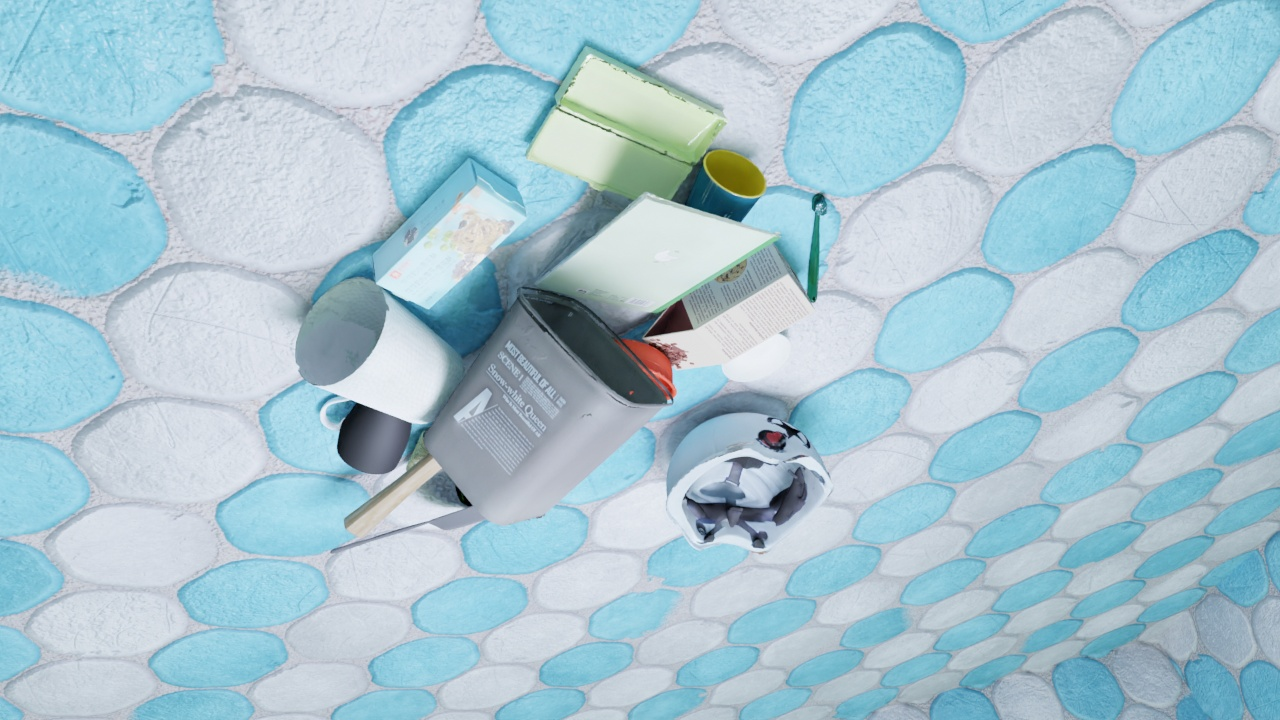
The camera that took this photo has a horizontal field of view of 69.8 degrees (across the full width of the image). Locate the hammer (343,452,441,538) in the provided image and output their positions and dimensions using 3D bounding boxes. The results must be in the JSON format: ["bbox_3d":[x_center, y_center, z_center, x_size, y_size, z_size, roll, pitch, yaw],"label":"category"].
[{"bbox_3d":[-0.273,0.131,1.246,0.323,0.051,0.117,-39,132,7],"label":"hammer"}]

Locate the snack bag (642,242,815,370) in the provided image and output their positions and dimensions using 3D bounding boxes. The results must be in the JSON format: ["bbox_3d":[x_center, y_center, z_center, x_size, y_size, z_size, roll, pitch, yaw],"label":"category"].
[{"bbox_3d":[0.111,-0.059,1.210,0.207,0.069,0.094,-31,140,15],"label":"snack bag"}]

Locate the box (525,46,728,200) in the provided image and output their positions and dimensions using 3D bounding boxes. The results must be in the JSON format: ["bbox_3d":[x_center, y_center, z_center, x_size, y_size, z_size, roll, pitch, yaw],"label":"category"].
[{"bbox_3d":[-0.014,-0.240,0.979,0.187,0.024,0.138,13,126,-34],"label":"box"}]

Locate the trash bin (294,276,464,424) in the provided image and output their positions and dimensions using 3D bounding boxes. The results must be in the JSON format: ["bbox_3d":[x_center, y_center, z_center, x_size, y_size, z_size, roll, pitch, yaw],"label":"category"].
[{"bbox_3d":[-0.296,-0.001,1.076,0.133,0.133,0.161,-30,145,14],"label":"trash bin"}]

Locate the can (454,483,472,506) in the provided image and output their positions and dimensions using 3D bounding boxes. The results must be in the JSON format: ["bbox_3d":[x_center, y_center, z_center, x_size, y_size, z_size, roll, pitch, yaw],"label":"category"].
[{"bbox_3d":[-0.207,0.175,1.375,0.137,0.054,0.054,-17,142,-2],"label":"can"}]

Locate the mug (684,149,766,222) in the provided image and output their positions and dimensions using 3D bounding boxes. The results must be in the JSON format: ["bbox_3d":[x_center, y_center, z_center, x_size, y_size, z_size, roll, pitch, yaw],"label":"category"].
[{"bbox_3d":[0.084,-0.173,1.065,0.078,0.078,0.122,3,142,-25],"label":"mug"}]

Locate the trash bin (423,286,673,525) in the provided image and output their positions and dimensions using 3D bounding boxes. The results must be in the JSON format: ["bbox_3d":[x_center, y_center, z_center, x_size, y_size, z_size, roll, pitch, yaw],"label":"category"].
[{"bbox_3d":[-0.118,0.062,1.096,0.220,0.197,0.197,-48,162,13],"label":"trash bin"}]

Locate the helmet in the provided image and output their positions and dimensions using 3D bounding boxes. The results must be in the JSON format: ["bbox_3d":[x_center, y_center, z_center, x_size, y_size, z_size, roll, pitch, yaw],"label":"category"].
[{"bbox_3d":[0.153,0.170,1.429,0.263,0.163,0.237,13,128,-25],"label":"helmet"}]

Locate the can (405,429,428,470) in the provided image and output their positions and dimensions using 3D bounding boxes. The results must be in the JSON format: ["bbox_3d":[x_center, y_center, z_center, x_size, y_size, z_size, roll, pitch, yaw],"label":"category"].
[{"bbox_3d":[-0.303,0.134,1.300,0.038,0.038,0.080,7,135,-29],"label":"can"}]

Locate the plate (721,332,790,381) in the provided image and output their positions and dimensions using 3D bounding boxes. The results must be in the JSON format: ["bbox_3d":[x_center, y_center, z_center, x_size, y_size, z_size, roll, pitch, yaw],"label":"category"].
[{"bbox_3d":[0.163,-0.012,1.323,0.104,0.026,0.104,-12,140,-10],"label":"plate"}]

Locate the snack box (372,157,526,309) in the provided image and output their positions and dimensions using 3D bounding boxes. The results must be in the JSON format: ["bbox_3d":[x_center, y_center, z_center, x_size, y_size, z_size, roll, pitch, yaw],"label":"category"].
[{"bbox_3d":[-0.211,-0.135,1.004,0.175,0.053,0.075,-39,137,22],"label":"snack box"}]

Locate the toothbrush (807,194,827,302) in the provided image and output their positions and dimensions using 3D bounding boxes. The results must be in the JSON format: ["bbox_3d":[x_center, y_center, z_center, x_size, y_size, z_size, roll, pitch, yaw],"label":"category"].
[{"bbox_3d":[0.231,-0.141,1.203,0.016,0.017,0.190,-15,141,-5],"label":"toothbrush"}]

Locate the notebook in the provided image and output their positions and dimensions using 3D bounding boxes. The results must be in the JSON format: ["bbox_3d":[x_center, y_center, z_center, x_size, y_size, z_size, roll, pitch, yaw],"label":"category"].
[{"bbox_3d":[0.013,-0.115,1.070,0.181,0.010,0.253,12,157,-30],"label":"notebook"}]

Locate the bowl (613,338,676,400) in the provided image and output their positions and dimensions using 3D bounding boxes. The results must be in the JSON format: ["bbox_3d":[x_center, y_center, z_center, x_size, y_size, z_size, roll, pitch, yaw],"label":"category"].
[{"bbox_3d":[-0.007,0.007,1.233,0.130,0.045,0.131,17,160,6],"label":"bowl"}]

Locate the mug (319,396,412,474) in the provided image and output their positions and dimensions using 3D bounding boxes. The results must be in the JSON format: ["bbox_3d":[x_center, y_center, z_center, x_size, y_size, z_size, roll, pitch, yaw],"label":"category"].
[{"bbox_3d":[-0.353,0.076,1.189,0.119,0.084,0.100,26,114,-5],"label":"mug"}]

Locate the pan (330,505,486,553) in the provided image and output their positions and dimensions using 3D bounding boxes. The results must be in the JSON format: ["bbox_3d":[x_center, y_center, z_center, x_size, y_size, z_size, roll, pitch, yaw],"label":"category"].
[{"bbox_3d":[-0.271,0.234,1.341,0.353,0.024,0.217,-13,172,-30],"label":"pan"}]
